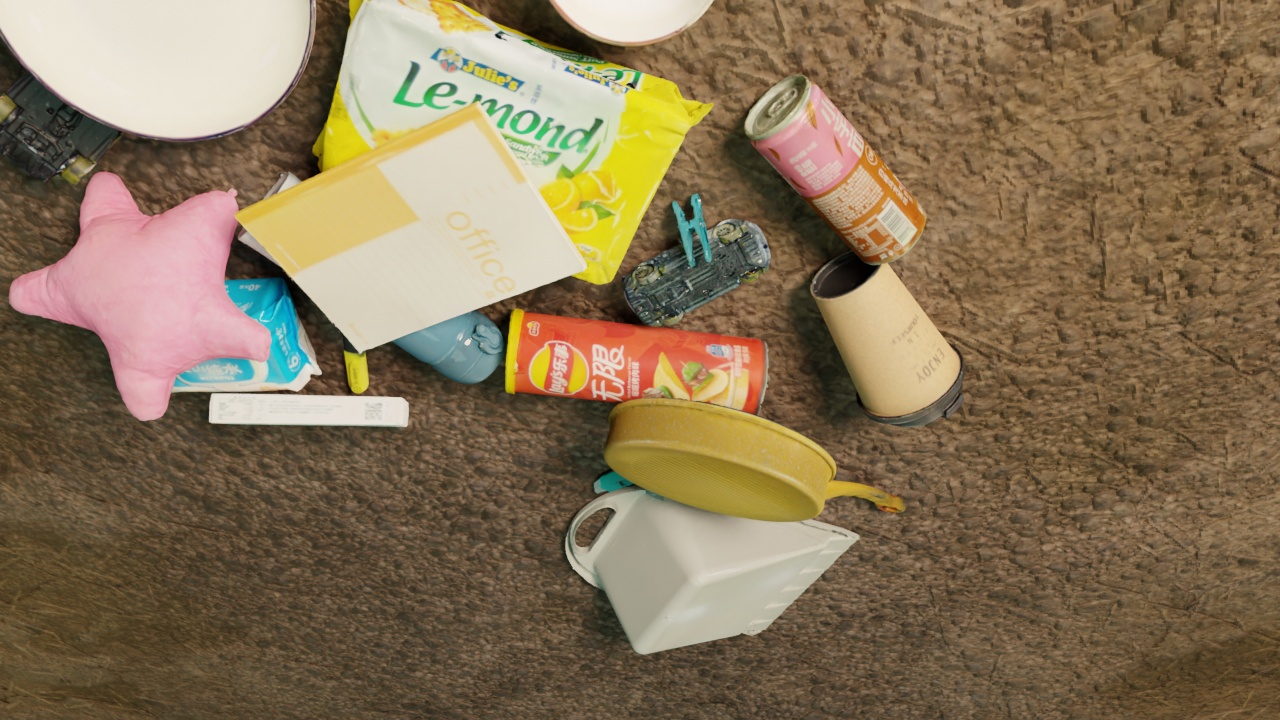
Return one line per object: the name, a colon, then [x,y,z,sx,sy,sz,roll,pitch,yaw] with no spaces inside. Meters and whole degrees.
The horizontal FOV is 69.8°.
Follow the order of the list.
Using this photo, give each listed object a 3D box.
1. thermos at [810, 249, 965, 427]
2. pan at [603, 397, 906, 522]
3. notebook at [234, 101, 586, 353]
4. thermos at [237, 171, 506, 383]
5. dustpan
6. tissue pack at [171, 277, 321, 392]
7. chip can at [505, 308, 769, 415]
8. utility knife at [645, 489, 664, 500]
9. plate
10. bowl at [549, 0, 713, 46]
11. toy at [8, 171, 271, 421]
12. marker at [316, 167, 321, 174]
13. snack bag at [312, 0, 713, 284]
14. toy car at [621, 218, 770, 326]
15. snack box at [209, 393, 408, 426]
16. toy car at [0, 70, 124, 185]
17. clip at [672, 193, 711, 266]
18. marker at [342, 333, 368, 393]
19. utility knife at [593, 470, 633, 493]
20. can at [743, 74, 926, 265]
thermos: [0.197,-0.018,0.739,0.093,0.092,0.143,-24,120,23]
pan: [0.126,0.105,0.829,0.357,0.078,0.198,30,156,-33]
notebook: [-0.161,-0.085,0.651,0.207,0.010,0.146,-17,131,20]
thermos: [-0.205,-0.058,0.732,0.070,0.070,0.220,-35,123,30]
dustpan: [0.059,0.213,1.010,0.257,0.142,0.223,-4,141,-35]
tissue pack: [-0.349,-0.018,0.776,0.140,0.063,0.090,-1,133,4]
chip can: [-0.005,0.005,0.775,0.216,0.073,0.073,7,133,-4]
utility knife: [0.008,0.073,0.866,0.033,0.015,0.174,2,128,12]
plate: [-0.301,-0.235,0.570,0.192,0.039,0.193,-5,124,-7]
bowl: [-0.006,-0.253,0.542,0.113,0.062,0.114,0,133,0]
toy: [-0.361,-0.056,0.698,0.194,0.074,0.178,39,86,4]
marker: [-0.209,-0.175,0.655,0.022,0.018,0.131,5,137,-31]
snack bag: [-0.094,-0.155,0.633,0.246,0.068,0.158,17,133,-15]
toy car: [0.043,-0.071,0.728,0.121,0.036,0.054,-26,127,12]
snack box: [-0.287,0.045,0.811,0.156,0.027,0.085,2,175,-11]
toy car: [-0.384,-0.184,0.636,0.158,0.042,0.070,-33,123,16]
clip: [0.040,-0.099,0.694,0.046,0.057,0.014,-14,168,16]
marker: [-0.252,-0.018,0.804,0.018,0.015,0.124,4,132,-5]
utility knife: [0.019,0.102,0.904,0.160,0.013,0.029,-25,122,24]
can: [0.140,-0.132,0.651,0.058,0.057,0.147,-34,123,29]
